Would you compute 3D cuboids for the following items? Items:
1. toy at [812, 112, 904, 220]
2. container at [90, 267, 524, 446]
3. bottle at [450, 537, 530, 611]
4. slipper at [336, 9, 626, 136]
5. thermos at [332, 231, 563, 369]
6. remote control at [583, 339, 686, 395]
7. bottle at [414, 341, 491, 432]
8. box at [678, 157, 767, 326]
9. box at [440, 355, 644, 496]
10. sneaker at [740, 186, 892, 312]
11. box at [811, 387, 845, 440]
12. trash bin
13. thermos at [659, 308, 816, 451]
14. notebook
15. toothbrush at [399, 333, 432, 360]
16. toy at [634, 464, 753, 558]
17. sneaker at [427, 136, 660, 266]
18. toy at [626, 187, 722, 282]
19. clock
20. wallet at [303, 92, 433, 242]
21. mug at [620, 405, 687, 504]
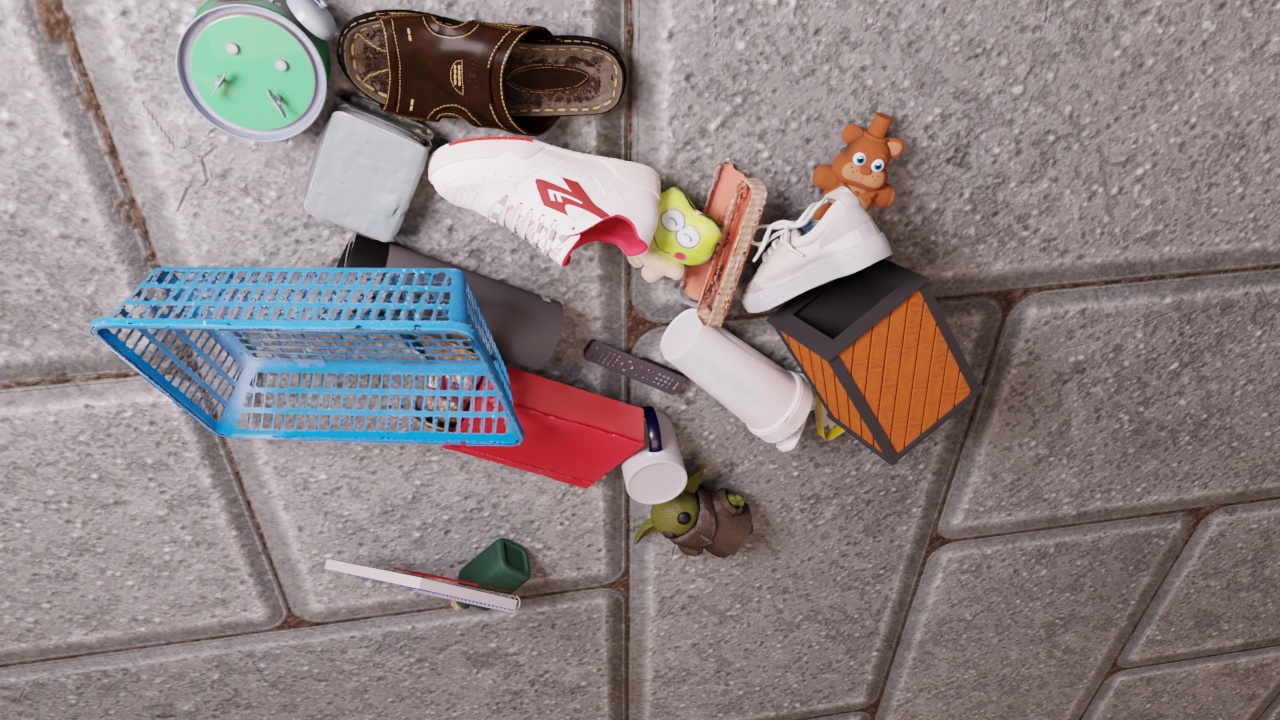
[{"bbox_3d":[0.239,-0.201,0.993,0.095,0.065,0.128,17,123,-4],"label":"toy"},{"bbox_3d":[-0.311,-0.005,0.934,0.362,0.089,0.257,1,152,6],"label":"container"},{"bbox_3d":[-0.224,0.319,1.322,0.131,0.061,0.061,-40,128,20],"label":"bottle"},{"bbox_3d":[-0.142,-0.264,0.851,0.267,0.075,0.113,2,128,-14],"label":"slipper"},{"bbox_3d":[-0.210,-0.063,0.998,0.240,0.082,0.082,18,123,-25],"label":"thermos"},{"bbox_3d":[-0.007,0.007,1.143,0.136,0.015,0.032,23,121,-24],"label":"remote control"},{"bbox_3d":[-0.220,0.025,1.069,0.056,0.056,0.105,23,106,-27],"label":"bottle"},{"bbox_3d":[0.089,-0.128,1.019,0.042,0.082,0.187,-3,129,-26],"label":"box"},{"bbox_3d":[-0.117,0.082,1.131,0.214,0.153,0.164,21,97,-26],"label":"box"},{"bbox_3d":[0.174,-0.119,0.995,0.089,0.243,0.090,-26,90,-23],"label":"sneaker"},{"bbox_3d":[0.279,0.009,1.196,0.129,0.036,0.210,-22,130,-8],"label":"box"},{"bbox_3d":[0.271,-0.007,1.068,0.139,0.139,0.172,-39,119,-3],"label":"trash bin"},{"bbox_3d":[0.128,0.021,1.137,0.220,0.099,0.099,36,114,-29],"label":"thermos"},{"bbox_3d":[-0.289,0.298,1.220,0.210,0.022,0.171,-2,158,40],"label":"notebook"},{"bbox_3d":[-0.270,-0.018,1.066,0.017,0.016,0.189,-17,131,19],"label":"toothbrush"},{"bbox_3d":[0.086,0.227,1.303,0.152,0.078,0.180,21,124,-26],"label":"toy"},{"bbox_3d":[-0.094,-0.150,0.921,0.236,0.104,0.090,7,162,-21],"label":"sneaker"},{"bbox_3d":[0.031,-0.132,1.009,0.092,0.046,0.115,42,128,-6],"label":"toy"},{"bbox_3d":[-0.332,-0.275,0.802,0.121,0.075,0.162,15,124,-23],"label":"clock"},{"bbox_3d":[-0.269,-0.187,0.904,0.100,0.054,0.132,23,123,-17],"label":"wallet"},{"bbox_3d":[0.013,0.112,1.180,0.078,0.096,0.112,-6,130,-8],"label":"mug"}]
